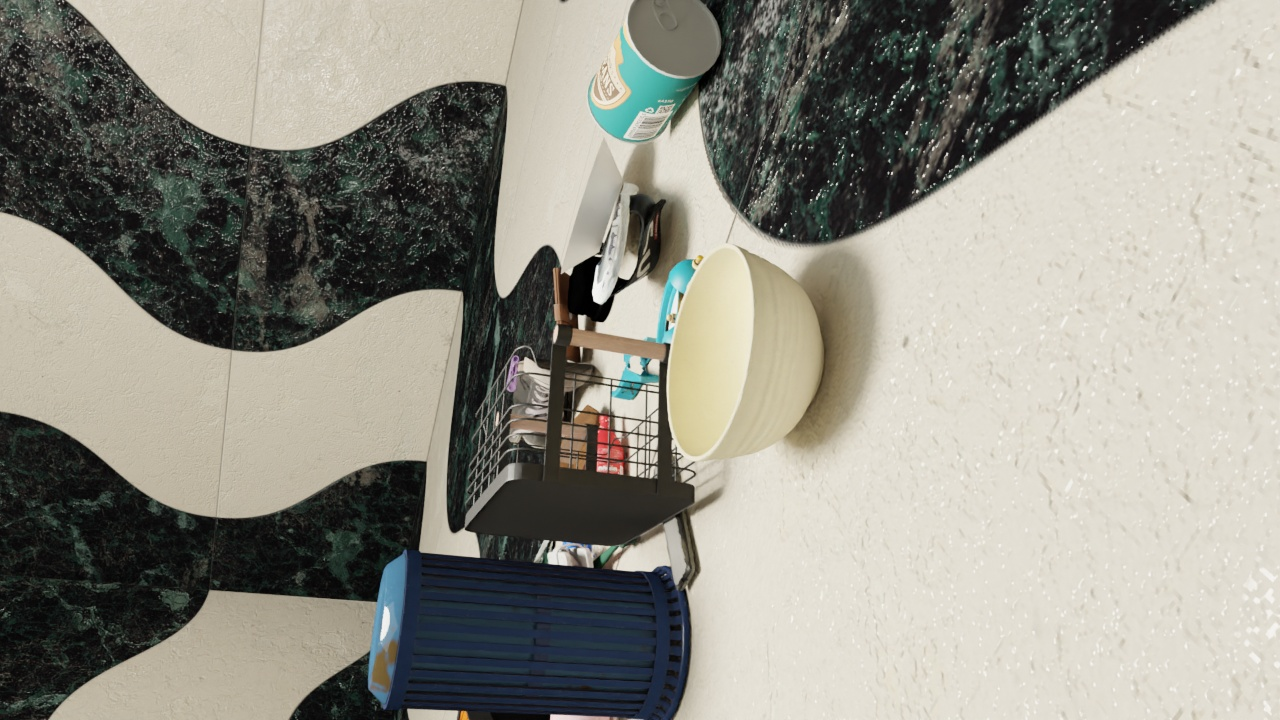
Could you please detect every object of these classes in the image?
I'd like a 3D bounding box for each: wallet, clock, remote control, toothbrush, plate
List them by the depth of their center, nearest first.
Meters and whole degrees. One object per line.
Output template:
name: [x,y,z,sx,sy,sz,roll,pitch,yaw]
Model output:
remote control: [0.030,0.142,0.826,0.136,0.013,0.033,-102,27,-48]
clock: [0.040,-0.040,0.845,0.130,0.043,0.099,148,129,-77]
toothbrush: [-0.038,0.218,1.004,0.190,0.017,0.016,124,133,-57]
wallet: [-0.077,0.267,1.035,0.115,0.037,0.118,150,111,-68]
plate: [-0.072,0.118,1.106,0.132,0.025,0.131,-55,21,33]
plate: [-0.054,-0.184,1.128,0.174,0.036,0.174,-165,93,-86]
clock: [-0.066,-0.105,1.206,0.091,0.042,0.120,116,156,-43]
wallet: [-0.098,-0.060,1.245,0.087,0.013,0.121,25,-119,-76]

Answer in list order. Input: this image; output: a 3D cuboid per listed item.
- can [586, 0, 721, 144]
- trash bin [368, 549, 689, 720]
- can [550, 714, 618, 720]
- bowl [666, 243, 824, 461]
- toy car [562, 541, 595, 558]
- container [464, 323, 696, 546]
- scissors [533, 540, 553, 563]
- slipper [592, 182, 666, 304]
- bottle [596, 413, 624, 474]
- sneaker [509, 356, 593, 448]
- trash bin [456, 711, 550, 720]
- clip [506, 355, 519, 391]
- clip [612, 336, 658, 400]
can: [0.011,-0.307,0.970,0.144,0.099,0.099,143,134,-66]
trash bin: [-0.099,0.237,0.790,0.139,0.249,0.139,-172,91,-73]
can: [-0.051,0.328,0.902,0.067,0.067,0.076,-159,78,-73]
bowl: [0.079,-0.001,0.640,0.151,0.075,0.150,-172,91,-72]
toy car: [-0.068,0.198,1.083,0.062,0.033,0.091,-47,41,50]
container: [-0.060,0.079,0.839,0.242,0.162,0.130,133,142,-60]
scissors: [-0.113,0.245,1.229,0.205,0.015,0.202,-102,27,-45]
slipper: [-0.009,-0.134,1.018,0.263,0.063,0.111,-94,21,-70]
bottle: [-0.039,0.124,1.006,0.042,0.042,0.141,125,150,-55]
sneaker: [-0.126,0.058,1.238,0.235,0.095,0.120,169,106,-69]
trash bin: [-0.123,0.448,0.946,0.140,0.139,0.171,-177,96,-73]
clip: [-0.172,0.018,1.240,0.029,0.013,0.050,171,107,-76]
clip: [-0.004,-0.010,0.998,0.131,0.030,0.120,128,151,-58]
